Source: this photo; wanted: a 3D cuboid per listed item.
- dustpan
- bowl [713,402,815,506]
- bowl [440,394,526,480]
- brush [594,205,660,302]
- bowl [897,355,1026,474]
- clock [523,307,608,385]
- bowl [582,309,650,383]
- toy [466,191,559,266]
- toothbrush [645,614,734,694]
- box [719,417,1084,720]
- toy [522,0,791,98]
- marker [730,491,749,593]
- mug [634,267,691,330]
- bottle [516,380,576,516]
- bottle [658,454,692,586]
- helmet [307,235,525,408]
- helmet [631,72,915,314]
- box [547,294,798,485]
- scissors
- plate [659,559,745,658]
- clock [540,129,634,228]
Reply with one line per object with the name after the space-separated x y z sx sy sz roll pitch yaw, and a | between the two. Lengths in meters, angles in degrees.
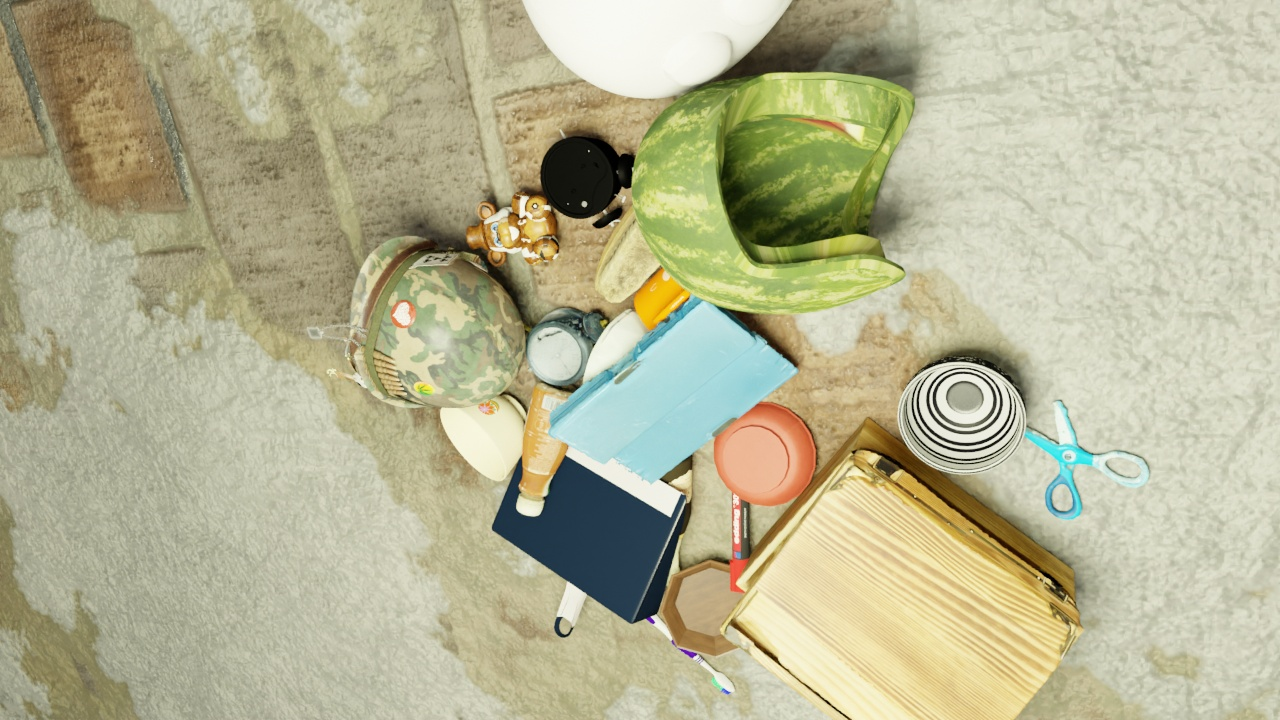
-0.071 0.238 1.171 0.236 0.080 0.273 27 99 28 | dustpan
0.135 0.110 1.043 0.122 0.035 0.122 3 97 24 | bowl
-0.185 0.083 1.162 0.118 0.073 0.118 33 146 26 | bowl
0.012 -0.140 0.999 0.059 0.043 0.196 26 120 -25 | brush
0.327 0.047 0.931 0.120 0.066 0.120 9 113 21 | bowl
-0.079 -0.015 1.098 0.129 0.052 0.090 1 110 19 | clock
-0.006 0.006 1.031 0.061 0.117 0.118 28 119 23 | bowl
-0.148 -0.150 1.068 0.113 0.067 0.087 -7 107 13 | toy
0.052 0.373 1.211 0.186 0.015 0.016 42 125 5 | toothbrush
0.272 0.246 0.952 0.279 0.220 0.259 38 118 8 | box
0.006 -0.378 0.799 0.263 0.265 0.280 -43 73 28 | toy
0.119 0.205 1.097 0.023 0.021 0.145 -1 99 1 | marker
0.047 -0.068 0.984 0.077 0.112 0.096 46 121 -2 | mug
-0.119 0.109 1.128 0.059 0.059 0.167 18 101 17 | bottle
0.040 0.198 1.130 0.045 0.045 0.185 9 113 21 | bottle
-0.254 -0.044 1.073 0.237 0.192 0.224 2 142 41 | helmet
0.114 -0.151 0.849 0.247 0.243 0.213 6 83 -3 | helmet
0.038 0.041 0.994 0.232 0.033 0.174 -41 128 22 | box
0.436 0.108 0.939 0.137 0.012 0.128 30 120 8 | scissors
0.090 0.304 1.141 0.131 0.025 0.131 0 102 2 | plate
-0.052 -0.198 1.017 0.121 0.042 0.091 31 119 10 | clock
